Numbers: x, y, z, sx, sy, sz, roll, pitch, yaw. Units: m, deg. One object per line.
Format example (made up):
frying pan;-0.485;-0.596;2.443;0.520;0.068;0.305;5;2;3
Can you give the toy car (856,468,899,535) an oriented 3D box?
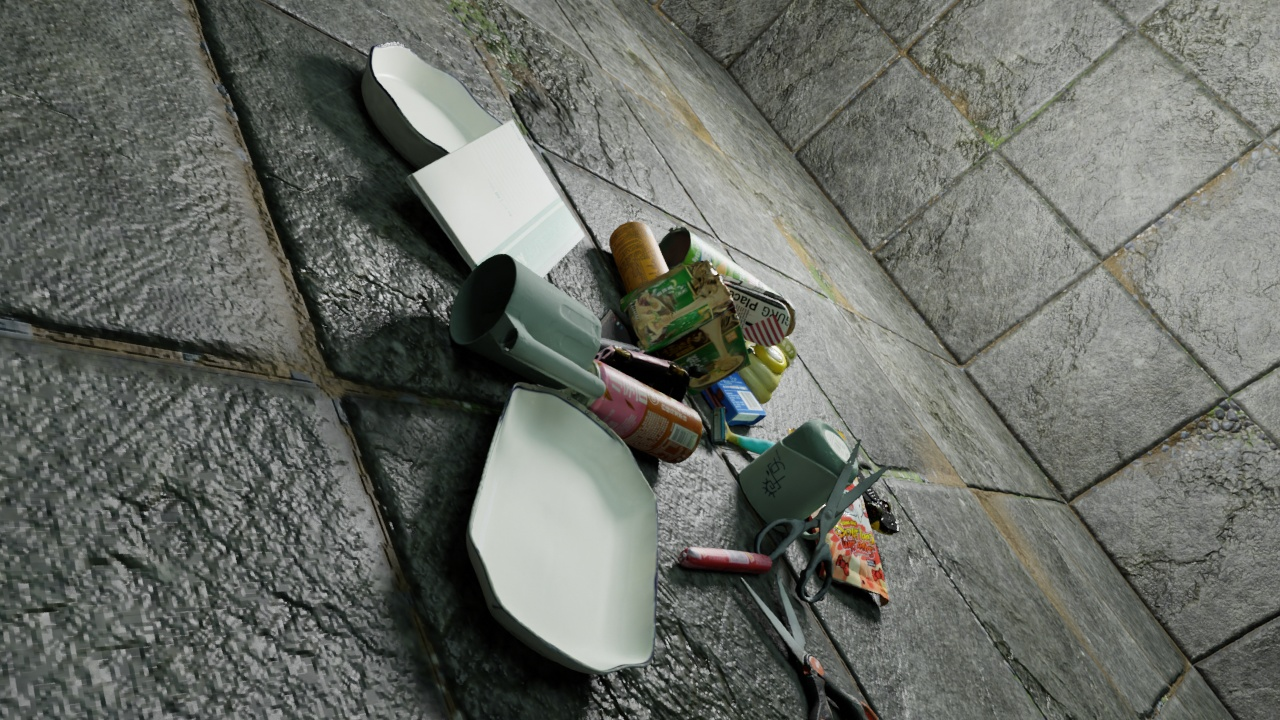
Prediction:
toy car;0.280;0.167;1.204;0.156;0.041;0.071;54;22;19

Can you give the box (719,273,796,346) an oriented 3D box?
box;0.118;-0.069;1.190;0.164;0.074;0.079;25;41;24

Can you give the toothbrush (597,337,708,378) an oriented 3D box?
toothbrush;-0.011;-0.004;0.917;0.212;0.027;0.026;13;67;-40

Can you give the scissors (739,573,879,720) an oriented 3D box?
scissors;0.162;0.290;0.801;0.221;0.022;0.223;45;22;-9

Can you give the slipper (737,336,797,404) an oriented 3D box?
slipper;0.163;-0.011;1.237;0.091;0.082;0.190;44;19;-3

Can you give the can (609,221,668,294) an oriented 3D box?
can;0.005;-0.107;1.127;0.058;0.058;0.146;29;28;-39

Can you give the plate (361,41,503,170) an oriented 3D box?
plate;-0.210;-0.248;0.978;0.205;0.046;0.204;39;23;-20

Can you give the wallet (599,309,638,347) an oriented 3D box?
wallet;-0.006;0.006;0.973;0.122;0.020;0.096;48;21;-6

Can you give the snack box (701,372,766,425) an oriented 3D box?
snack box;0.087;0.011;1.125;0.157;0.026;0.084;57;23;21

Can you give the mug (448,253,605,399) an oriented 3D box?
mug;-0.087;-0.019;0.759;0.103;0.084;0.124;32;12;-40

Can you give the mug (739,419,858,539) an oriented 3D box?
mug;0.179;0.132;0.984;0.082;0.106;0.111;21;35;-51

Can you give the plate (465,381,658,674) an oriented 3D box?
plate;-0.056;0.117;0.665;0.162;0.034;0.265;40;23;-19

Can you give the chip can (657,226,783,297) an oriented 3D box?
chip can;0.119;-0.112;1.334;0.236;0.072;0.072;27;30;-41

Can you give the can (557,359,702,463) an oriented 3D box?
can;-0.008;0.048;0.840;0.147;0.058;0.057;28;29;-41

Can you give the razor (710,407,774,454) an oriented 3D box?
razor;0.124;0.091;1.057;0.132;0.028;0.043;22;56;-42

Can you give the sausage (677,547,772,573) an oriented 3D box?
sausage;0.078;0.181;0.831;0.155;0.020;0.020;20;35;-50

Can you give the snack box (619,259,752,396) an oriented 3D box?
snack box;0.058;-0.030;1.029;0.105;0.117;0.118;58;7;-36

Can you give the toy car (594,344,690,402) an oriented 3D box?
toy car;-0.004;0.018;0.893;0.122;0.056;0.037;17;10;-40

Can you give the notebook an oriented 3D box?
notebook;-0.133;-0.149;0.913;0.150;0.012;0.208;56;30;-14

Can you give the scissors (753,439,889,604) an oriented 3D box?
scissors;0.184;0.161;0.923;0.171;0.014;0.159;-2;85;-18

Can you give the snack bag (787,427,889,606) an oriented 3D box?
snack bag;0.229;0.178;1.080;0.128;0.073;0.207;32;34;-37
